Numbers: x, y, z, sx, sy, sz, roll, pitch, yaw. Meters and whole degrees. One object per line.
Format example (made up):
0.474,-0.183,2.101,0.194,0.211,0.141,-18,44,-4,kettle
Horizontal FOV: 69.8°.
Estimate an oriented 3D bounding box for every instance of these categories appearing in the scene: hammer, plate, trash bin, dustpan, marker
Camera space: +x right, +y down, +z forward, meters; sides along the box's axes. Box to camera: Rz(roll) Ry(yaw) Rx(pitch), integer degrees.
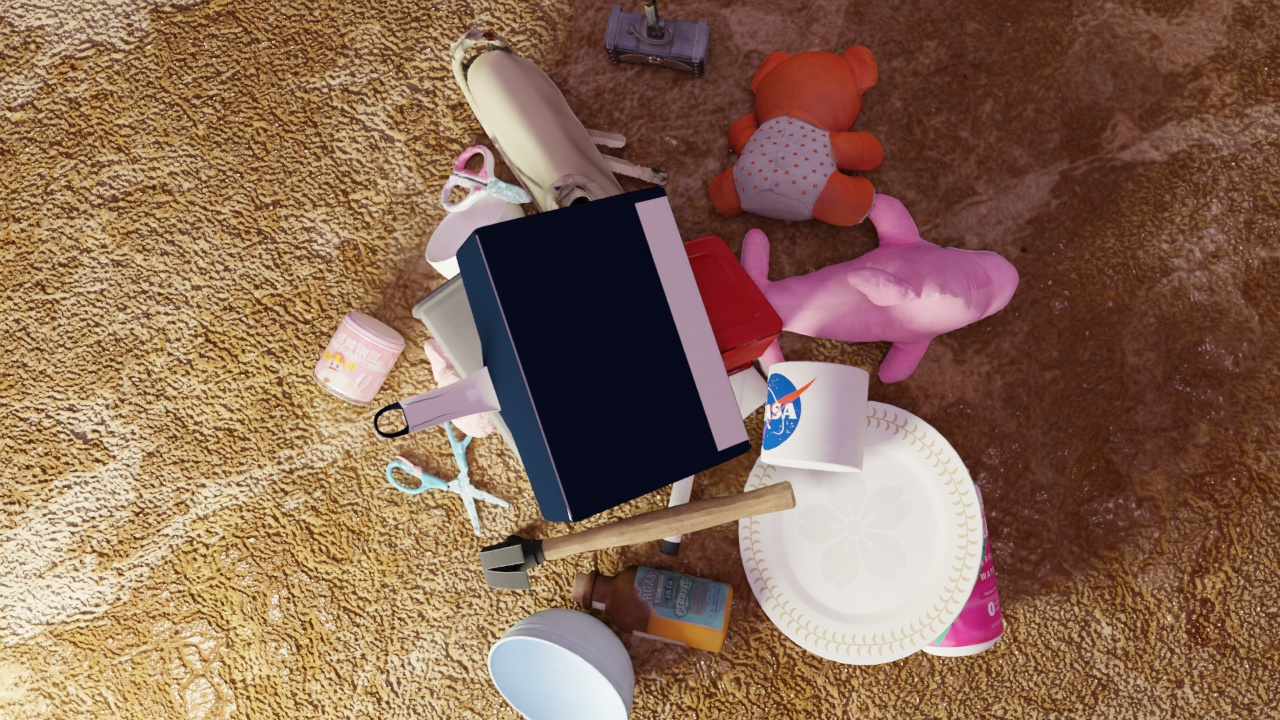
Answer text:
-0.002,0.163,0.883,0.305,0.132,0.040,-13,89,4,hammer
0.200,0.158,0.862,0.243,0.016,0.242,-10,73,36,plate
-0.090,0.017,0.858,0.097,0.191,0.220,-35,89,5,trash bin
-0.076,0.008,0.742,0.272,0.080,0.236,-18,89,-26,dustpan
0.006,-0.313,0.774,0.098,0.322,0.044,11,92,5,hammer
0.043,0.125,0.932,0.019,0.019,0.145,12,92,5,marker

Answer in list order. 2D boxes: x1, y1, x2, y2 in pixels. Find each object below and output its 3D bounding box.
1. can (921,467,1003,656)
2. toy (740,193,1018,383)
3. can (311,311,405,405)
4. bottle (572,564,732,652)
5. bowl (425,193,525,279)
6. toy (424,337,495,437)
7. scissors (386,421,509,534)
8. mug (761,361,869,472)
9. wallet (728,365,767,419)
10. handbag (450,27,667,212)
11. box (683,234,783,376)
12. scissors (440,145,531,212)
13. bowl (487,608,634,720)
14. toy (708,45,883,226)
0.288,0.189,0.875,0.088,0.088,0.166,-10,90,5,can
0.215,-0.062,0.858,0.266,0.127,0.187,-6,96,16,toy
-0.287,-0.003,0.936,0.067,0.067,0.076,32,94,4,can
0.010,0.241,0.913,0.157,0.068,0.068,11,92,5,bottle
-0.156,-0.118,0.911,0.105,0.105,0.054,-40,124,5,bowl
-0.179,0.025,0.916,0.053,0.108,0.105,-32,65,-13,toy
-0.193,0.111,0.960,0.136,0.015,0.126,20,94,-1,scissors
0.157,0.055,0.862,0.091,0.121,0.090,9,81,-16,mug
0.067,0.014,0.914,0.086,0.032,0.116,-42,77,-1,wallet
-0.064,-0.197,0.864,0.132,0.184,0.229,-36,71,2,handbag
0.030,-0.036,0.859,0.158,0.087,0.129,-20,65,-32,box
-0.147,-0.167,0.888,0.174,0.017,0.076,29,91,49,scissors
-0.067,0.299,0.906,0.151,0.074,0.151,14,128,18,bowl
0.153,-0.213,0.873,0.164,0.092,0.172,11,81,31,toy
